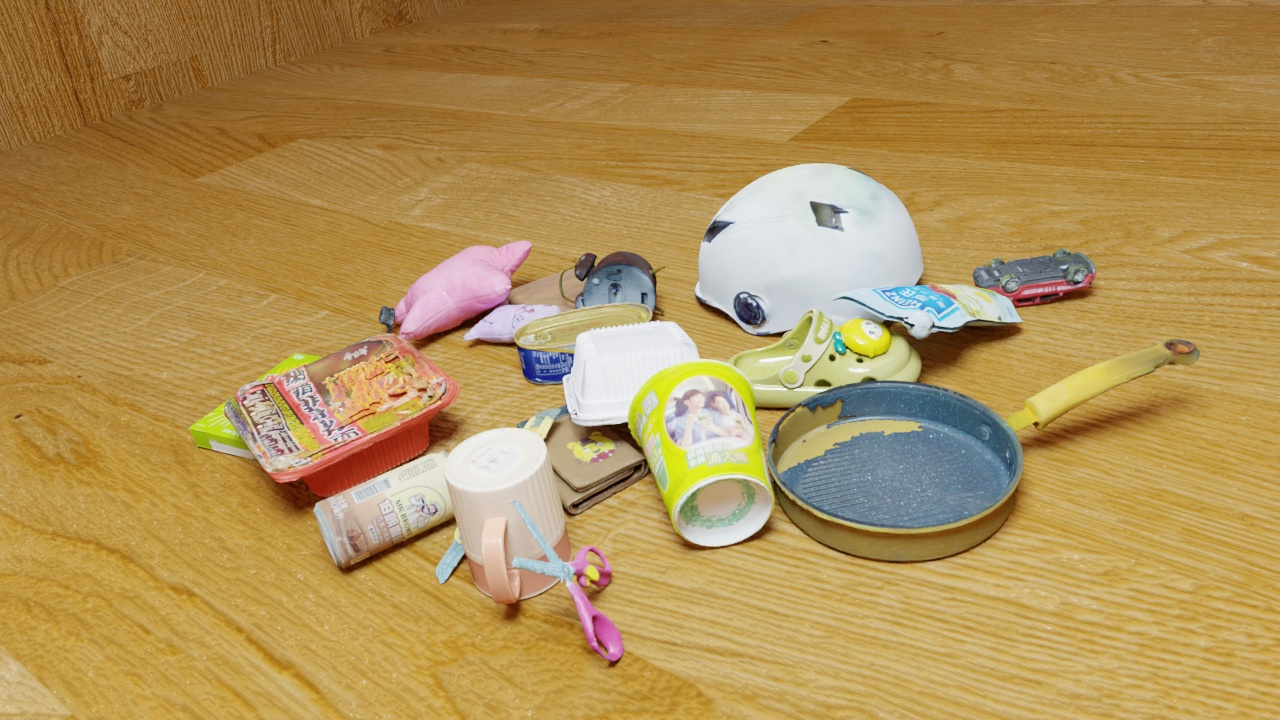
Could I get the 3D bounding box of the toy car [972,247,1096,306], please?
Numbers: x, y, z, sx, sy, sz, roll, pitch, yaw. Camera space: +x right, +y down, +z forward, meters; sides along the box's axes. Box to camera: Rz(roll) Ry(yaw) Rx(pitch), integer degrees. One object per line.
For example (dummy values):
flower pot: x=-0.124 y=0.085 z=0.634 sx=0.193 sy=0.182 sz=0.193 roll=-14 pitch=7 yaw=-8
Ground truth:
toy car: x=0.416 y=-0.085 z=0.972 sx=0.120 sy=0.045 sz=0.052 roll=-10 pitch=33 yaw=8

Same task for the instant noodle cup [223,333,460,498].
instant noodle cup: x=-0.279 y=0.054 z=0.875 sx=0.188 sy=0.079 sz=0.164 roll=-28 pitch=39 yaw=-26

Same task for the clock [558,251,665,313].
clock: x=-0.034 y=-0.081 z=1.041 sx=0.122 sy=0.082 sz=0.055 roll=4 pitch=28 yaw=6

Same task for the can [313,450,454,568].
can: x=-0.207 y=0.123 z=0.767 sx=0.116 sy=0.059 sz=0.058 roll=-23 pitch=34 yaw=-24

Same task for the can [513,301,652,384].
can: x=-0.057 y=-0.019 z=0.975 sx=0.148 sy=0.049 sz=0.074 roll=-12 pitch=31 yaw=-6

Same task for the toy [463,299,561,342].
toy: x=-0.136 y=-0.044 z=1.041 sx=0.108 sy=0.039 sz=0.083 roll=1 pitch=36 yaw=30

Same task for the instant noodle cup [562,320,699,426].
instant noodle cup: x=-0.005 y=0.005 z=0.865 sx=0.138 sy=0.060 sz=0.173 roll=-7 pitch=12 yaw=-6

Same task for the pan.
pan: x=0.279 y=0.053 z=0.743 sx=0.357 sy=0.078 sz=0.197 roll=-12 pitch=31 yaw=-5

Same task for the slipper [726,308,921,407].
slipper: x=0.167 y=-0.003 z=0.866 sx=0.191 sy=0.082 sz=0.091 roll=-5 pitch=33 yaw=11

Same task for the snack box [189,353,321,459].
snack box: x=-0.387 y=0.044 z=0.976 sx=0.086 sy=0.026 sz=0.156 roll=9 pitch=34 yaw=25

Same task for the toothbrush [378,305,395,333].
toothbrush: x=-0.294 y=-0.003 z=1.017 sx=0.014 sy=0.017 sz=0.188 roll=-44 pitch=29 yaw=28

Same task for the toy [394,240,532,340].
toy: x=-0.212 y=-0.082 z=1.084 sx=0.179 sy=0.074 sz=0.194 roll=3 pitch=38 yaw=50

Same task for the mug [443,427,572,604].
mug: x=-0.101 y=0.124 z=0.692 sx=0.082 sy=0.106 sz=0.114 roll=-6 pitch=31 yaw=5

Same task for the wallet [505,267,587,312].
wallet: x=-0.091 y=-0.079 z=1.116 sx=0.115 sy=0.020 sz=0.101 roll=-27 pitch=37 yaw=-32

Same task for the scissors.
scissors: x=-0.049 y=0.156 z=0.642 sx=0.017 sy=0.133 sz=0.131 roll=-33 pitch=61 yaw=15

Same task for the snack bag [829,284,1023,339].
snack bag: x=0.283 y=-0.051 z=0.895 sx=0.190 sy=0.039 sz=0.110 roll=-5 pitch=32 yaw=-40

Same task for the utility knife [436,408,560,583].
utility knife: x=-0.121 y=0.111 z=0.781 sx=0.031 sy=0.020 sz=0.187 roll=0 pitch=50 yaw=38

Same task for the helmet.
helmet: x=0.180 y=-0.139 z=1.023 sx=0.259 sy=0.146 sz=0.228 roll=12 pitch=36 yaw=31

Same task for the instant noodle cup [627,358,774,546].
instant noodle cup: x=0.053 y=0.080 z=0.738 sx=0.111 sy=0.112 sz=0.123 roll=-10 pitch=39 yaw=-3

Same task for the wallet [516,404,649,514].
wallet: x=-0.060 y=0.085 z=0.823 sx=0.090 sy=0.033 sz=0.115 roll=-25 pitch=38 yaw=-27
